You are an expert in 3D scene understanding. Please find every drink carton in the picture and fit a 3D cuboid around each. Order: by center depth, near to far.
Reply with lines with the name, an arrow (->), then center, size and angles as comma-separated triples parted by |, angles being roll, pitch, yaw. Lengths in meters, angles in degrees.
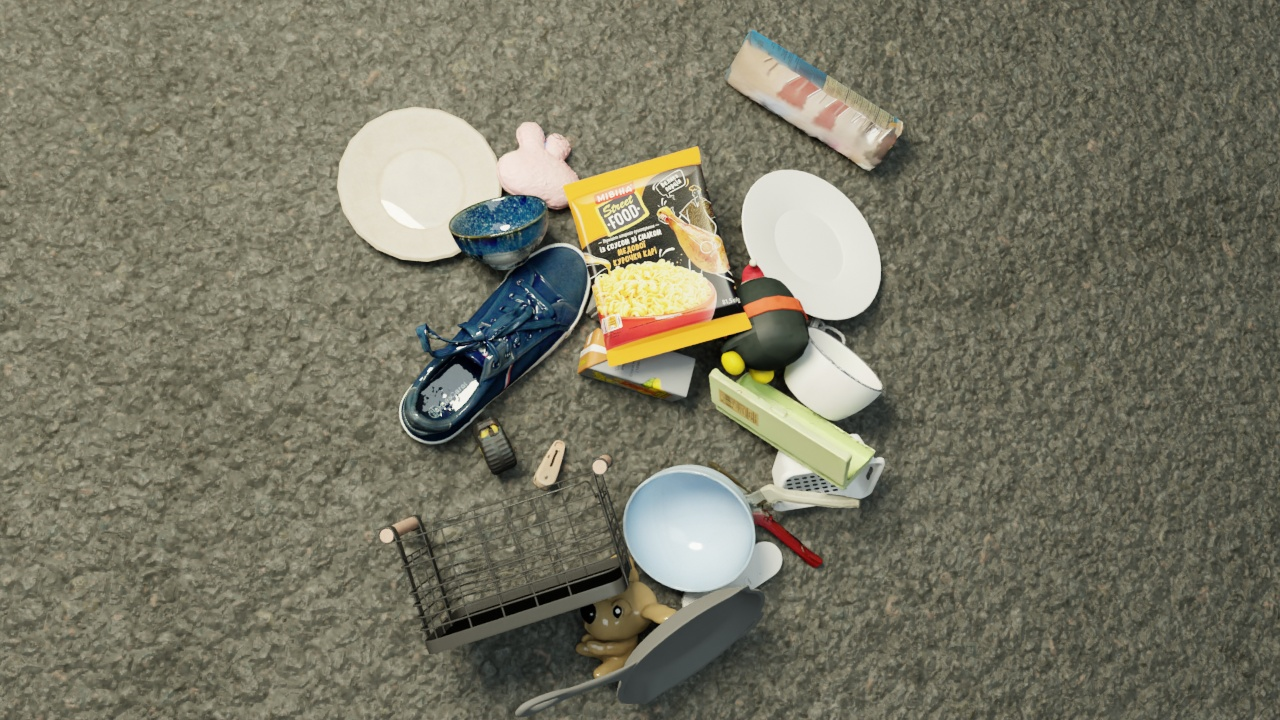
drink carton -> -0.006, 0.006, 1.085 | 0.125, 0.076, 0.048 | 17, 79, -11

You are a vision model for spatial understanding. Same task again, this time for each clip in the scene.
clip -> -0.106, 0.125, 1.078 | 0.024, 0.041, 0.060 | 27, 58, -6

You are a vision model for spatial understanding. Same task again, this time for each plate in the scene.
plate -> -0.261, -0.207, 1.094 | 0.188, 0.027, 0.188 | 2, 81, -10
plate -> 0.213, -0.144, 1.148 | 0.208, 0.015, 0.208 | 11, 64, -24

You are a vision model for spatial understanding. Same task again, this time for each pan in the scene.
pan -> 0.008, 0.308, 0.959 | 0.353, 0.217, 0.024 | -2, 44, -46

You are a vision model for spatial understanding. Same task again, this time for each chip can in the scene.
chip can -> 0.220, -0.331, 1.175 | 0.229, 0.080, 0.079 | 30, 77, -4

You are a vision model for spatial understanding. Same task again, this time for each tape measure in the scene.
tape measure -> -0.164, 0.096, 1.045 | 0.038, 0.067, 0.062 | -24, 86, -13

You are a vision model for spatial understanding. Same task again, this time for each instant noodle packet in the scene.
instant noodle packet -> 0.015, -0.118, 1.026 | 0.160, 0.032, 0.220 | -16, 79, 3

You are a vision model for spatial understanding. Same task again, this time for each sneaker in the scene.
sneaker -> -0.162, -0.031, 1.037 | 0.120, 0.127, 0.294 | 42, 75, -3

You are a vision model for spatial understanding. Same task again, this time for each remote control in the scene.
remote control -> 0.110, 0.263, 1.096 | 0.136, 0.013, 0.043 | -30, 88, -13

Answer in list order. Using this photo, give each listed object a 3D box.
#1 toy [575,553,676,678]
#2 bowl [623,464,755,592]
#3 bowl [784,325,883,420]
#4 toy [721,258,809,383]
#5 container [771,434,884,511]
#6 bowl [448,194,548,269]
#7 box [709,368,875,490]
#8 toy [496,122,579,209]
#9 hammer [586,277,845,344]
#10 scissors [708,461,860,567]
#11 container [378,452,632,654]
toy -> -0.023, 0.297, 1.032 | 0.105, 0.134, 0.108 | 5, 108, -31
bowl -> 0.062, 0.182, 1.056 | 0.151, 0.074, 0.151 | 4, 106, 14
bowl -> 0.222, 0.020, 1.089 | 0.116, 0.116, 0.066 | 36, 111, -3
toy -> 0.140, -0.047, 1.049 | 0.097, 0.100, 0.119 | 16, 54, -49
container -> 0.217, 0.132, 1.100 | 0.129, 0.081, 0.049 | -7, 50, -11
bowl -> -0.156, -0.139, 1.045 | 0.114, 0.114, 0.061 | -19, 121, -12
box -> 0.166, 0.078, 1.054 | 0.188, 0.130, 0.064 | 33, 99, 24
toy -> -0.121, -0.236, 1.108 | 0.108, 0.053, 0.105 | 16, 67, -26
hammer -> 0.107, -0.086, 1.122 | 0.326, 0.080, 0.176 | 21, 78, -12
scissors -> 0.168, 0.172, 1.069 | 0.199, 0.180, 0.015 | 45, 45, -17
container -> -0.129, 0.197, 0.967 | 0.241, 0.163, 0.130 | -18, 87, 1
